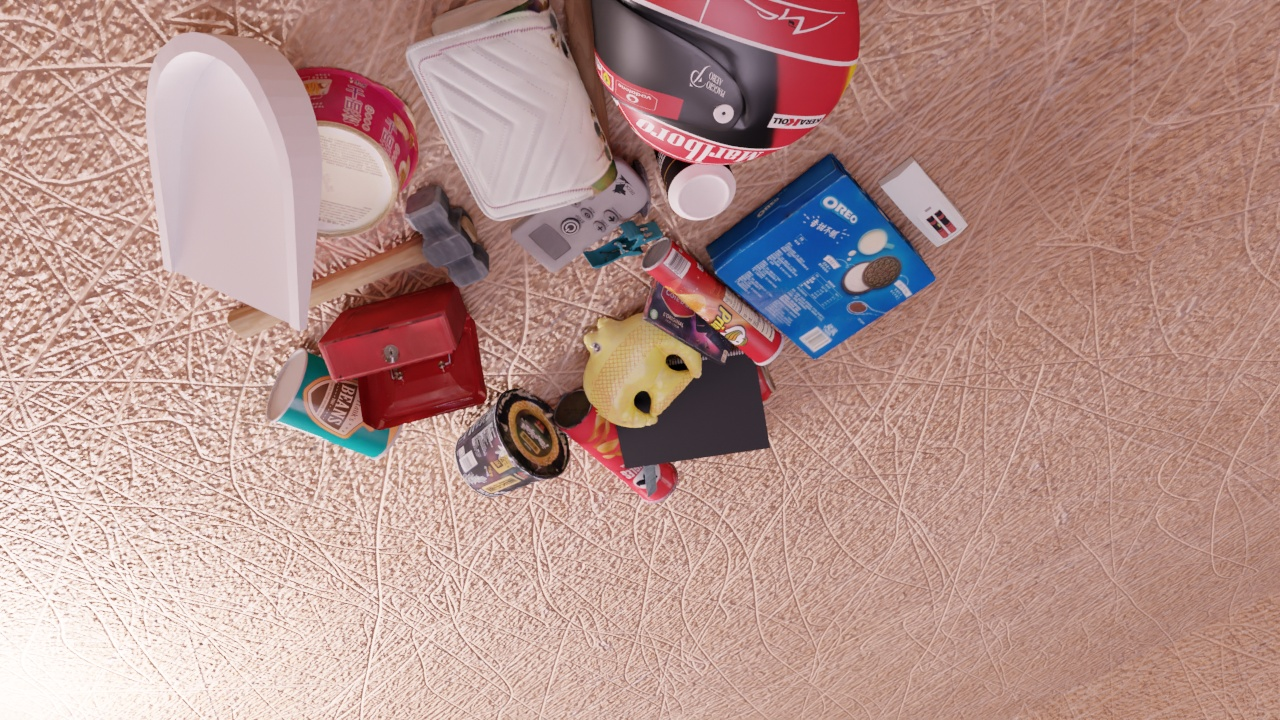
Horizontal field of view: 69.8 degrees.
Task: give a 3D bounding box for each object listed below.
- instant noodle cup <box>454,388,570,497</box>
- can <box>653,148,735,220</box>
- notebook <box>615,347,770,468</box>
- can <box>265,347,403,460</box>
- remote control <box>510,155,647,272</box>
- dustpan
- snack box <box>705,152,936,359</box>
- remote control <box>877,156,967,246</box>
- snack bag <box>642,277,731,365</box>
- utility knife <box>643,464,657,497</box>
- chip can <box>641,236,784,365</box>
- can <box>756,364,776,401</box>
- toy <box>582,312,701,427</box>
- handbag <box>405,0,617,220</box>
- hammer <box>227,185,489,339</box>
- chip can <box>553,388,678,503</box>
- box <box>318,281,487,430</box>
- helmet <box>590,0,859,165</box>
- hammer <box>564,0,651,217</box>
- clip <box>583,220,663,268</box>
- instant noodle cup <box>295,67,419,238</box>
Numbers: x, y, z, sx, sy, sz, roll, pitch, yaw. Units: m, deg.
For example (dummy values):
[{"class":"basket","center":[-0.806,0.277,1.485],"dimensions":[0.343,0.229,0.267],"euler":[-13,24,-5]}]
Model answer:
[{"class":"instant noodle cup","center":[-0.186,0.122,1.282],"dimensions":[0.112,0.137,0.137],"euler":[-31,134,30]},{"class":"can","center":[0.055,-0.212,0.981],"dimensions":[0.072,0.128,0.072],"euler":[-6,136,-6]},{"class":"notebook","center":[0.065,0.066,1.272],"dimensions":[0.207,0.016,0.149],"euler":[-9,106,8]},{"class":"can","center":[-0.389,0.058,1.183],"dimensions":[0.144,0.099,0.099],"euler":[28,124,-34]},{"class":"remote control","center":[-0.065,-0.160,1.009],"dimensions":[0.151,0.019,0.074],"euler":[-34,129,19]},{"class":"dustpan","center":[-0.397,-0.175,0.876],"dimensions":[0.191,0.053,0.258],"euler":[22,112,19]},{"class":"snack box","center":[0.231,-0.123,1.165],"dimensions":[0.196,0.056,0.238],"euler":[-36,131,23]},{"class":"remote control","center":[0.357,-0.192,1.144],"dimensions":[0.050,0.024,0.143],"euler":[-37,131,24]},{"class":"snack bag","center":[0.066,-0.056,1.192],"dimensions":[0.155,0.074,0.018],"euler":[29,159,-35]},{"class":"utility knife","center":[0.005,0.099,1.318],"dimensions":[0.031,0.015,0.225],"euler":[-11,112,-13]},{"class":"chip can","center":[0.094,-0.073,1.163],"dimensions":[0.214,0.051,0.052],"euler":[37,119,-27]},{"class":"can","center":[0.105,0.052,1.309],"dimensions":[0.170,0.067,0.067],"euler":[-24,135,13]},{"class":"toy","center":[-0.007,0.007,1.222],"dimensions":[0.155,0.064,0.170],"euler":[40,101,-13]},{"class":"handbag","center":[-0.118,-0.251,0.901],"dimensions":[0.142,0.096,0.199],"euler":[-9,125,20]},{"class":"hammer","center":[-0.341,-0.096,1.077],"dimensions":[0.323,0.051,0.117],"euler":[-20,134,12]},{"class":"chip can","center":[-0.033,0.128,1.353],"dimensions":[0.073,0.073,0.233],"euler":[-29,133,17]},{"class":"box","center":[-0.286,-0.022,1.097],"dimensions":[0.157,0.147,0.156],"euler":[-16,154,4]},{"class":"helmet","center":[0.065,-0.297,0.848],"dimensions":[0.270,0.197,0.225],"euler":[10,128,-16]},{"class":"hammer","center":[-0.052,-0.280,0.954],"dimensions":[0.098,0.052,0.329],"euler":[-10,133,-2]},{"class":"clip","center":[-0.004,-0.146,1.050],"dimensions":[0.129,0.031,0.121],"euler":[-30,172,-43]},{"class":"instant noodle cup","center":[-0.320,-0.202,0.947],"dimensions":[0.178,0.077,0.179],"euler":[-6,136,-6]}]
